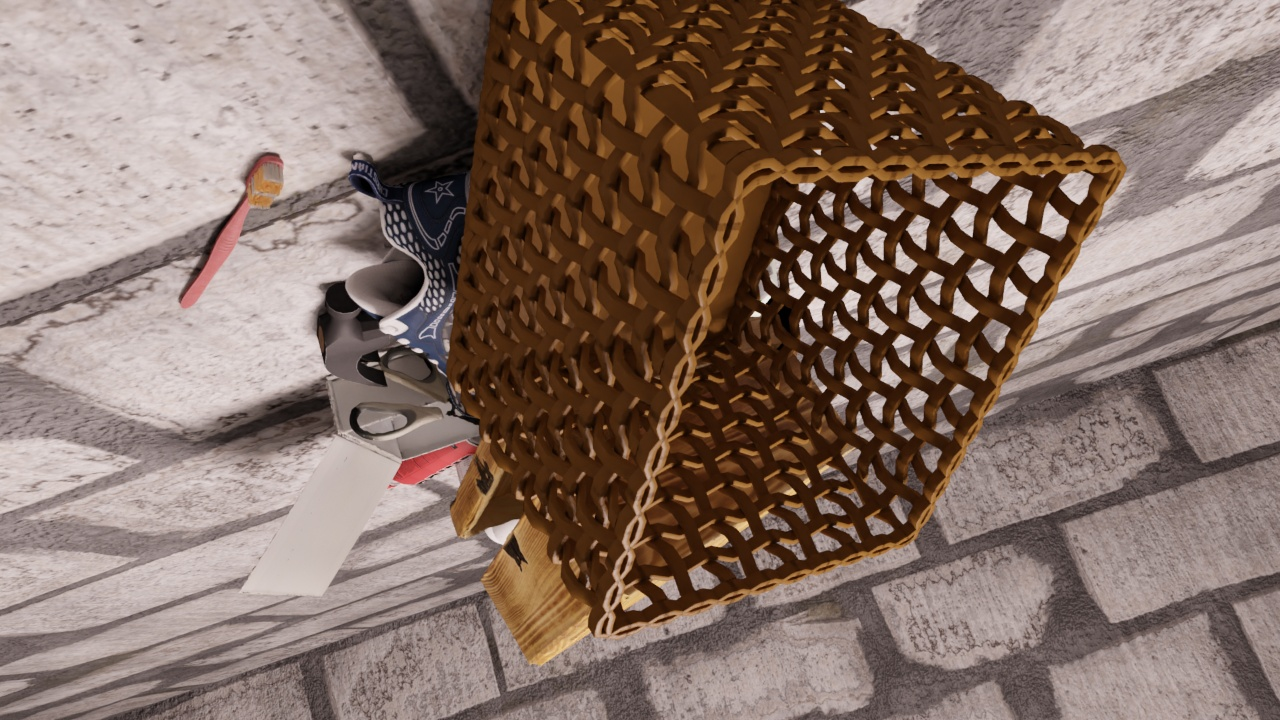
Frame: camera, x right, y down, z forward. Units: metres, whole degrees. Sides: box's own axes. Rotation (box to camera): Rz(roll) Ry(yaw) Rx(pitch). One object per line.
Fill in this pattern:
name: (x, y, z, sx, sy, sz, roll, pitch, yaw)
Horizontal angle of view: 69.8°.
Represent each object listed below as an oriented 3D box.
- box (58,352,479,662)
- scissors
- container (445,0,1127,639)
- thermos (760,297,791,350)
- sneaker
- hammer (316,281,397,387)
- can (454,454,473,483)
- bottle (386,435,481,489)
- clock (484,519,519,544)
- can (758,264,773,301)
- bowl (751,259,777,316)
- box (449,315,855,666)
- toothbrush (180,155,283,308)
box: (-0.313, 0.135, 0.892, 0.478, 0.119, 0.166, -40, 164, -5)
scissors: (-0.171, 0.033, 0.798, 0.163, 0.154, 0.013, -18, 146, -10)
container: (0.046, -0.041, 0.486, 0.219, 0.214, 0.252, -8, 131, -30)
thermos: (0.129, -0.014, 1.040, 0.086, 0.086, 0.199, -19, 163, 2)
sneaker: (-0.138, -0.042, 0.651, 0.132, 0.103, 0.270, -1, 147, -13)
hammer: (-0.117, -0.041, 0.789, 0.304, 0.040, 0.133, -11, 158, -26)
can: (-0.177, 0.124, 1.098, 0.086, 0.116, 0.087, -17, 163, -5)
bottle: (-0.245, 0.102, 1.054, 0.177, 0.062, 0.062, -29, 160, 32)
clock: (-0.109, 0.128, 0.995, 0.073, 0.160, 0.125, 29, 166, -13)
can: (0.038, -0.050, 0.777, 0.140, 0.087, 0.087, -43, 155, 21)
bowl: (0.080, -0.064, 0.876, 0.117, 0.061, 0.117, -16, 163, -5)
box: (0.002, 0.102, 0.754, 0.244, 0.168, 0.280, -23, 162, -28)
toothbrush: (-0.260, -0.071, 0.574, 0.015, 0.015, 0.185, 5, 153, -40)
